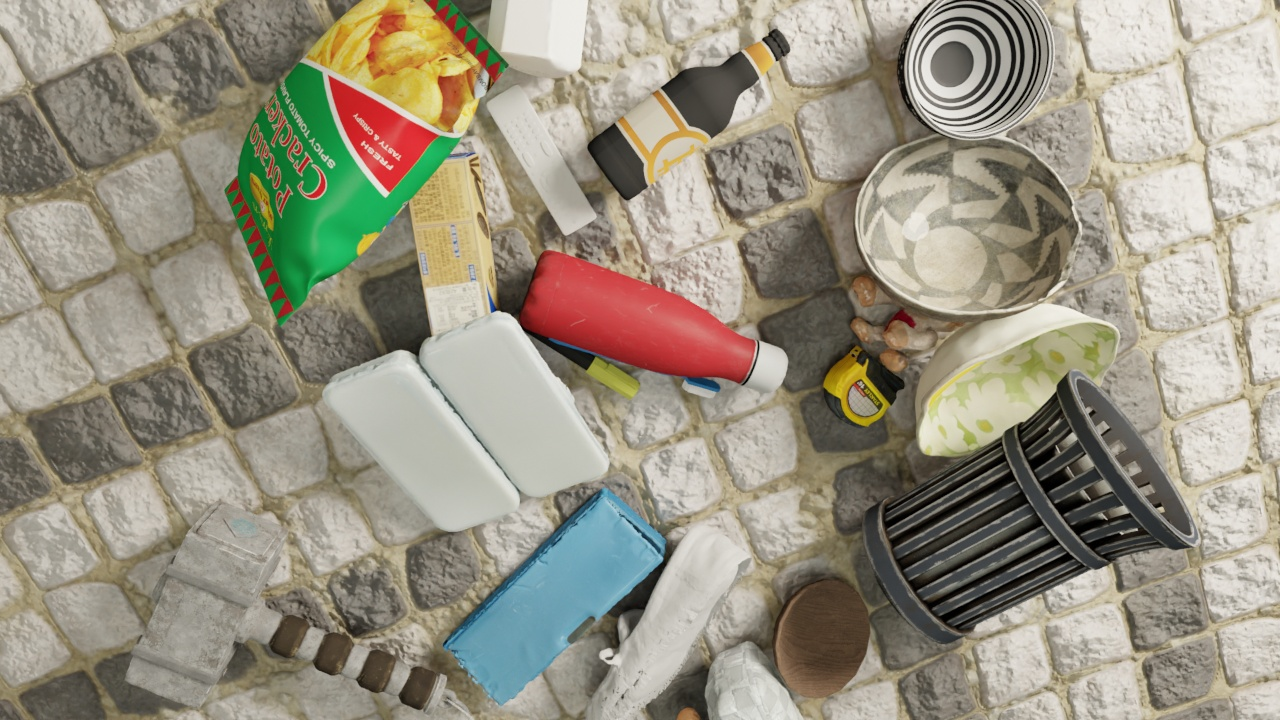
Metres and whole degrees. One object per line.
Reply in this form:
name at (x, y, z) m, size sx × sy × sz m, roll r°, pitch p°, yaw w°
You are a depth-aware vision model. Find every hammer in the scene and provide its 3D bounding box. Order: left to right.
hammer at (-0.303, 0.277, 0.880) m, size 0.326 × 0.079 × 0.177 m, roll 26°, pitch 104°, yaw -10°

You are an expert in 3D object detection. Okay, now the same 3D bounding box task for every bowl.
bowl at (0.174, 0.273, 0.911) m, size 0.117 × 0.030 × 0.118 m, roll -1°, pitch 92°, yaw -28°
bowl at (0.266, -0.100, 0.775) m, size 0.178 × 0.081 × 0.178 m, roll -2°, pitch 65°, yaw 4°
bowl at (0.266, -0.244, 0.755) m, size 0.120 × 0.066 × 0.120 m, roll -1°, pitch 107°, yaw -2°
bowl at (0.317, 0.009, 0.809) m, size 0.219 × 0.060 × 0.189 m, roll 8°, pitch 135°, yaw -38°

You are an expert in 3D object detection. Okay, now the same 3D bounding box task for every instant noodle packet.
instant noodle packet at (-0.224, -0.174, 0.708) m, size 0.253 × 0.195 × 0.090 m, roll -46°, pitch 142°, yaw 10°

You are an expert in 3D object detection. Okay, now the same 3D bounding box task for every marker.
marker at (-0.055, -0.005, 0.837) m, size 0.124 × 0.017 × 0.021 m, roll 33°, pitch 147°, yaw -10°

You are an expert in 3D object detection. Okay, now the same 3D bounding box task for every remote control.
remote control at (-0.084, -0.171, 0.789) m, size 0.033 × 0.012 × 0.131 m, roll -29°, pitch 106°, yaw 8°

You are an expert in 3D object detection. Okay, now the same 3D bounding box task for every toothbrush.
toothbrush at (-0.005, 0.005, 0.835) m, size 0.166 × 0.016 × 0.014 m, roll 16°, pitch 113°, yaw -14°

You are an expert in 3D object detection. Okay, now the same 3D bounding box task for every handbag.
handbag at (0.104, 0.375, 0.914) m, size 0.123 × 0.112 × 0.171 m, roll -20°, pitch 106°, yaw 11°

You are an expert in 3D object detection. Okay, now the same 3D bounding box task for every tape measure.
tape measure at (0.201, 0.026, 0.848) m, size 0.065 × 0.037 × 0.064 m, roll 34°, pitch 97°, yaw -26°

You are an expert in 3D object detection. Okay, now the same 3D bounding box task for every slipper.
slipper at (0.015, 0.267, 0.895) m, size 0.112 × 0.074 × 0.247 m, roll 12°, pitch 114°, yaw -46°

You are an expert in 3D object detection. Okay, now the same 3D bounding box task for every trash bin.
trash bin at (0.324, 0.138, 0.801) m, size 0.164 × 0.163 × 0.228 m, roll 43°, pitch 121°, yaw -13°

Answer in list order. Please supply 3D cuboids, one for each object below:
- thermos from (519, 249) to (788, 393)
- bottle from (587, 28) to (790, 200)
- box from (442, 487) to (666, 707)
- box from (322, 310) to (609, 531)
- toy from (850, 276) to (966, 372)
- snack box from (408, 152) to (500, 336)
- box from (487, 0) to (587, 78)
thermos at (0.016, -0.026, 0.807) m, size 0.240 × 0.073 × 0.073 m, roll 19°, pitch 105°, yaw -9°
bottle at (0.044, -0.209, 0.759) m, size 0.182 × 0.059 × 0.059 m, roll -36°, pitch 105°, yaw 8°
box at (-0.084, 0.233, 0.891) m, size 0.232 × 0.052 × 0.093 m, roll -44°, pitch 103°, yaw 10°
box at (-0.147, 0.062, 0.806) m, size 0.189 × 0.037 × 0.209 m, roll -17°, pitch 128°, yaw 15°
toy at (0.248, -0.036, 0.813) m, size 0.106 × 0.085 × 0.074 m, roll -13°, pitch 128°, yaw -8°
snack box at (-0.156, -0.073, 0.795) m, size 0.056 × 0.057 × 0.207 m, roll -5°, pitch 108°, yaw 0°
box at (-0.083, -0.273, 0.689) m, size 0.080 × 0.150 × 0.106 m, roll 10°, pitch 104°, yaw 6°
